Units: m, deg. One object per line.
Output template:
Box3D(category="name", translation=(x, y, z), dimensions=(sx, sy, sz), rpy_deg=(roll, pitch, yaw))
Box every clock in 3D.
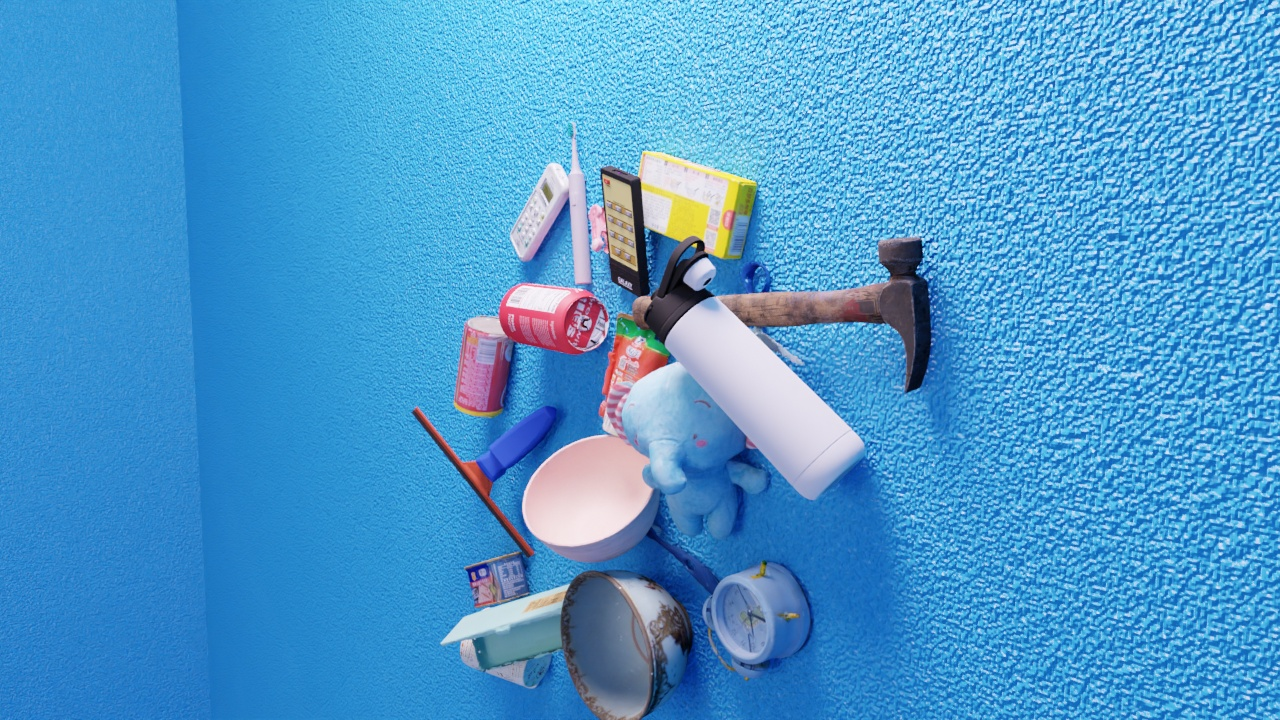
Box3D(category="clock", translation=(0.104, 0.245, 0.862), dimensions=(0.088, 0.051, 0.125), rpy_deg=(58, 134, 28))

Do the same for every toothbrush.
Box3D(category="toothbrush", translation=(0.046, 0.209, 0.962), dimensions=(0.132, 0.016, 0.021), rpy_deg=(35, 121, 41))
Box3D(category="toothbrush", translation=(-0.073, -0.183, 1.068), dimensions=(0.018, 0.019, 0.188), rpy_deg=(-3, 91, 50))

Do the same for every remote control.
Box3D(category="remote control", translation=(-0.121, -0.180, 1.127), dimensions=(0.134, 0.022, 0.050), rpy_deg=(-51, 55, 41))
Box3D(category="remote control", translation=(-0.016, -0.136, 0.972), dimensions=(0.058, 0.013, 0.134), rpy_deg=(32, 138, 46))

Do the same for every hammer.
Box3D(category="hammer", translation=(0.108, -0.037, 0.827), dimensions=(0.331, 0.033, 0.120), rpy_deg=(1, 99, 49))

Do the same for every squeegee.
Box3D(category="squeegee", translation=(-0.165, 0.111, 1.178), dimensions=(0.249, 0.055, 0.185), rpy_deg=(51, 126, 3))

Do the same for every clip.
Box3D(category="clip", translation=(-0.040, -0.146, 1.034), dimensions=(0.023, 0.043, 0.060), rpy_deg=(-26, 46, 47))

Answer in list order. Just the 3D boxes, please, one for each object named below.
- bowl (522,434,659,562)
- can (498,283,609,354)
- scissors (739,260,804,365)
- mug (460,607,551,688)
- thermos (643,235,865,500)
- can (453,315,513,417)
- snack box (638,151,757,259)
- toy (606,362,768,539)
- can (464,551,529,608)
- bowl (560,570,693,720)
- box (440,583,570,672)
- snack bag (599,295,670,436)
Box3D(category="bowl", translation=(-0.044, 0.160, 0.988), dimensions=(0.153, 0.152, 0.076), rpy_deg=(33, 153, 45))
Box3D(category="can", translation=(-0.104, -0.050, 1.076), dimensions=(0.143, 0.074, 0.074), rpy_deg=(11, 102, 51))
Box3D(category="scissors", translation=(0.110, -0.034, 0.856), dimensions=(0.130, 0.014, 0.117), rpy_deg=(41, 123, 42))
Box3D(category="mug", translation=(-0.168, 0.394, 1.206), dimensions=(0.097, 0.080, 0.122), rpy_deg=(16, 133, 30))
Box3D(category="thermos", translation=(0.098, 0.006, 0.784), dimensions=(0.230, 0.068, 0.101), rpy_deg=(47, 134, 17))
Box3D(category="can", translation=(-0.207, 0.009, 1.219), dimensions=(0.067, 0.066, 0.124), rpy_deg=(33, 118, 45))
Box3D(category="snack box", translation=(0.049, -0.157, 0.912), dimensions=(0.152, 0.025, 0.075), rpy_deg=(31, 117, 46))
Box3D(category="toy", translation=(0.044, 0.090, 0.878), dimensions=(0.184, 0.114, 0.181), rpy_deg=(-1, 101, 30))
Box3D(category="can", translation=(-0.194, 0.297, 1.242), dimensions=(0.100, 0.053, 0.059), rpy_deg=(-27, 74, 50))
Box3D(category="bowl", translation=(-0.003, 0.292, 0.966), dimensions=(0.160, 0.093, 0.160), rpy_deg=(7, 99, 51))
Box3D(category="box", translation=(-0.144, 0.320, 1.094), dimensions=(0.189, 0.091, 0.077), rpy_deg=(-21, 73, 23))
Box3D(category="snack bag", translation=(-0.006, 0.006, 0.992), dimensions=(0.087, 0.044, 0.155), rpy_deg=(23, 107, 43))
